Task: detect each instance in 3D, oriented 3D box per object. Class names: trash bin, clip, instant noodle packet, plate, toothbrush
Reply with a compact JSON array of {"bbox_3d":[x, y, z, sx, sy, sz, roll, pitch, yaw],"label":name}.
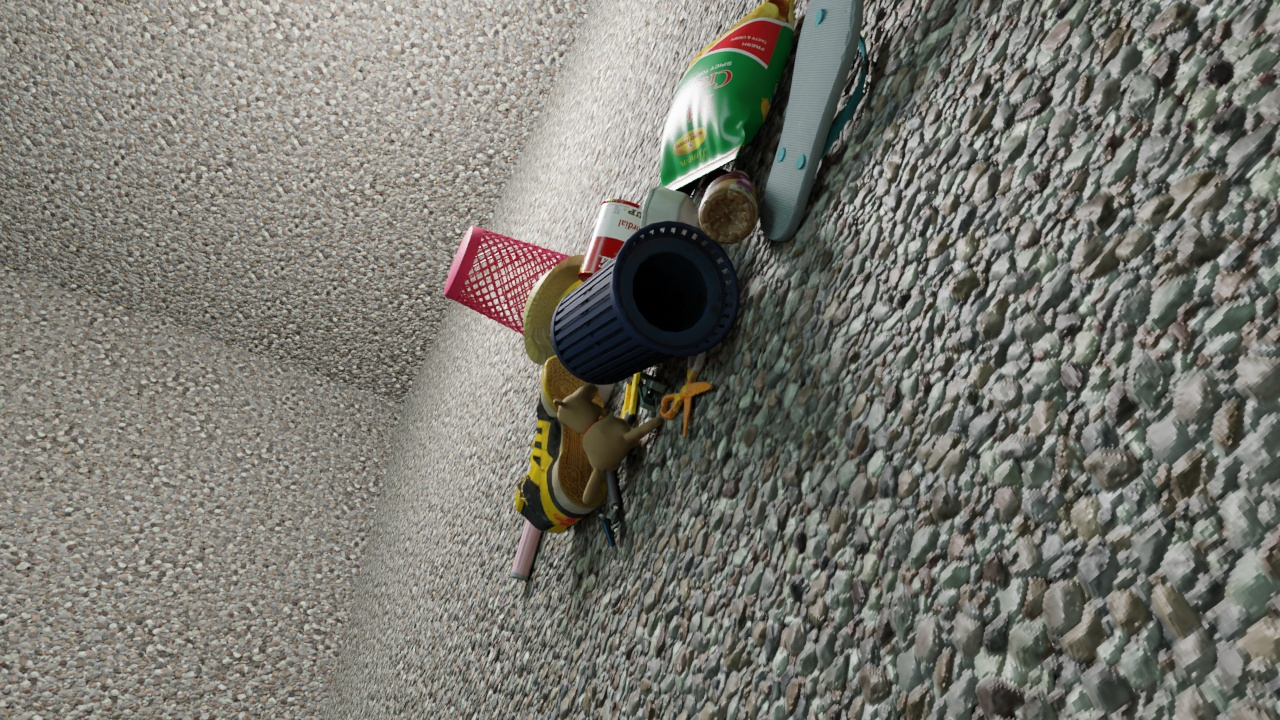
[{"bbox_3d":[-0.008,-0.052,1.034,0.250,0.139,0.139,-25,46,66],"label":"trash bin"},{"bbox_3d":[0.008,0.040,1.078,0.050,0.023,0.078,-67,10,-5],"label":"clip"},{"bbox_3d":[0.103,-0.326,1.116,0.196,0.090,0.252,-11,56,63],"label":"instant noodle packet"},{"bbox_3d":[-0.135,-0.085,1.435,0.183,0.036,0.185,-44,-31,-36],"label":"plate"},{"bbox_3d":[-0.145,0.210,1.337,0.027,0.027,0.222,-24,47,63],"label":"toothbrush"}]

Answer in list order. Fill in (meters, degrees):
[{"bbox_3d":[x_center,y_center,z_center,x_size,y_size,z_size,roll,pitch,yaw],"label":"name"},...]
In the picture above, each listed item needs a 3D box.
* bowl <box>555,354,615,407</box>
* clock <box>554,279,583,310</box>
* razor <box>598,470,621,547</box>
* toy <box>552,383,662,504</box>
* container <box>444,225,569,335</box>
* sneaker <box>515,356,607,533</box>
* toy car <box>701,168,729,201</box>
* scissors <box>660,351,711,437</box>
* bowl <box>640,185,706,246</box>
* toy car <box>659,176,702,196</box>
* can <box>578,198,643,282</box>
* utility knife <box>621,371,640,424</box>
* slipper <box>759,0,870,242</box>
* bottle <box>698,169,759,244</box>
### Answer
[{"bbox_3d":[-0.087,0.010,1.326,0.177,0.066,0.176,-55,22,36],"label":"bowl"},{"bbox_3d":[-0.077,-0.088,1.401,0.118,0.057,0.083,-38,-14,-31],"label":"clock"},{"bbox_3d":[-0.034,0.158,1.087,0.144,0.022,0.043,-94,-9,-61],"label":"razor"},{"bbox_3d":[-0.050,0.083,1.080,0.134,0.108,0.105,-48,-15,9],"label":"toy"},{"bbox_3d":[-0.205,-0.128,1.565,0.184,0.225,0.182,-55,22,36],"label":"container"},{"bbox_3d":[-0.109,0.117,1.210,0.122,0.086,0.238,-50,36,40],"label":"sneaker"},{"bbox_3d":[0.094,-0.190,1.090,0.042,0.036,0.091,-51,31,42],"label":"toy car"},{"bbox_3d":[0.053,0.027,0.996,0.125,0.011,0.128,-18,53,68],"label":"scissors"},{"bbox_3d":[0.045,-0.151,1.107,0.117,0.061,0.117,6,-91,-72],"label":"bowl"},{"bbox_3d":[0.061,-0.249,1.230,0.112,0.046,0.034,-56,16,29],"label":"toy car"},{"bbox_3d":[-0.033,-0.164,1.333,0.087,0.086,0.116,-14,57,69],"label":"can"},{"bbox_3d":[-0.007,0.007,1.192,0.031,0.018,0.190,-38,31,42],"label":"utility knife"},{"bbox_3d":[0.181,-0.244,0.893,0.098,0.054,0.269,-137,58,-68],"label":"slipper"},{"bbox_3d":[0.099,-0.173,0.985,0.060,0.059,0.165,-60,3,25],"label":"bottle"}]
